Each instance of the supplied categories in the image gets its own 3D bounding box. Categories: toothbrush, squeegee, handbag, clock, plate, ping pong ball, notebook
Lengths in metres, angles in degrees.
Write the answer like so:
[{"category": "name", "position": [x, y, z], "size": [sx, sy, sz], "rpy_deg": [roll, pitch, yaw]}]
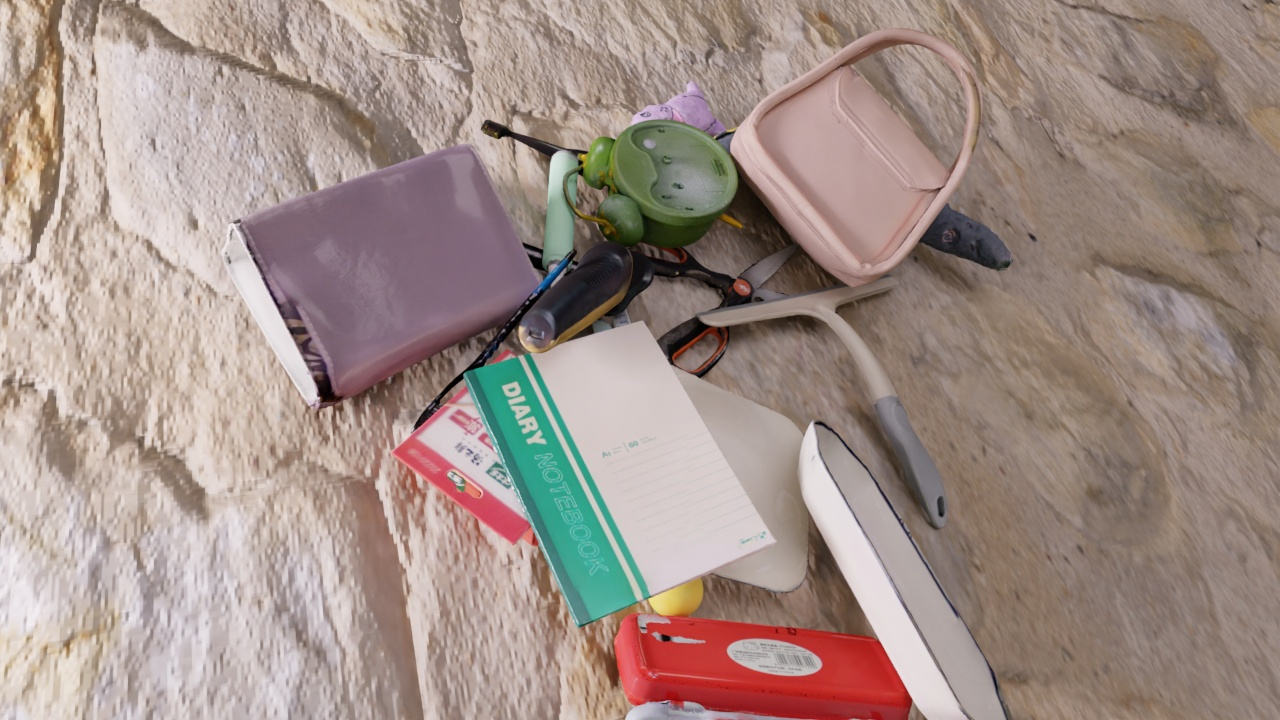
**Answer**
[{"category": "toothbrush", "position": [-0.052, -0.188, 0.880], "size": [0.212, 0.026, 0.027], "rpy_deg": [20, 42, -4]}, {"category": "squeegee", "position": [0.205, 0.030, 0.799], "size": [0.245, 0.039, 0.246], "rpy_deg": [-13, 65, -32]}, {"category": "toothbrush", "position": [-0.109, -0.013, 0.702], "size": [0.016, 0.014, 0.189], "rpy_deg": [39, 81, 8]}, {"category": "handbag", "position": [-0.191, -0.065, 0.704], "size": [0.196, 0.099, 0.145], "rpy_deg": [-28, 87, -31]}, {"category": "handbag", "position": [0.218, -0.205, 0.849], "size": [0.234, 0.093, 0.193], "rpy_deg": [-44, 94, -3]}, {"category": "clock", "position": [0.009, -0.156, 0.827], "size": [0.161, 0.056, 0.116], "rpy_deg": [-6, 60, -20]}, {"category": "plate", "position": [0.186, 0.164, 0.672], "size": [0.162, 0.034, 0.265], "rpy_deg": [22, 37, -60]}, {"category": "toothbrush", "position": [-0.070, -0.104, 0.792], "size": [0.026, 0.027, 0.224], "rpy_deg": [6, 49, -8]}, {"category": "ping pong ball", "position": [0.025, 0.164, 0.655], "size": [0.040, 0.040, 0.040], "rpy_deg": [9, 55, -13]}, {"category": "notebook", "position": [-0.019, 0.069, 0.650], "size": [0.150, 0.012, 0.209], "rpy_deg": [-18, 58, -21]}, {"category": "plate", "position": [0.055, 0.093, 0.705], "size": [0.164, 0.034, 0.163], "rpy_deg": [23, 49, -16]}]

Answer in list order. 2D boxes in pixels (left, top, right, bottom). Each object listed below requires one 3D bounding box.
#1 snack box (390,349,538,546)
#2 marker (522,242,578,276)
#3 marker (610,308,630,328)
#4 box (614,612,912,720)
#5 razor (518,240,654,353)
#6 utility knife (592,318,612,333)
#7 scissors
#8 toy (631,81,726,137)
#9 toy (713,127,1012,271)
[{"category": "snack box", "position": [-0.096, 0.069, 0.671], "size": [0.113, 0.044, 0.126], "rpy_deg": [34, 54, 15]}, {"category": "marker", "position": [-0.102, -0.092, 0.802], "size": [0.132, 0.020, 0.022], "rpy_deg": [19, 33, -6]}, {"category": "marker", "position": [-0.005, 0.004, 0.770], "size": [0.017, 0.017, 0.145], "rpy_deg": [-5, 58, -21]}, {"category": "box", "position": [0.077, 0.247, 0.617], "size": [0.201, 0.100, 0.112], "rpy_deg": [10, 19, -12]}, {"category": "razor", "position": [-0.045, -0.047, 0.722], "size": [0.062, 0.068, 0.167], "rpy_deg": [18, 30, 15]}, {"category": "utility knife", "position": [-0.015, 0.050, 0.735], "size": [0.034, 0.018, 0.209], "rpy_deg": [-2, 57, -19]}, {"category": "scissors", "position": [0.071, -0.065, 0.838], "size": [0.230, 0.022, 0.220], "rpy_deg": [30, 53, 0]}, {"category": "toy", "position": [0.039, -0.238, 0.937], "size": [0.107, 0.039, 0.084], "rpy_deg": [-30, 79, -33]}, {"category": "toy", "position": [0.207, -0.181, 0.922], "size": [0.356, 0.091, 0.137], "rpy_deg": [19, 69, -1]}]
